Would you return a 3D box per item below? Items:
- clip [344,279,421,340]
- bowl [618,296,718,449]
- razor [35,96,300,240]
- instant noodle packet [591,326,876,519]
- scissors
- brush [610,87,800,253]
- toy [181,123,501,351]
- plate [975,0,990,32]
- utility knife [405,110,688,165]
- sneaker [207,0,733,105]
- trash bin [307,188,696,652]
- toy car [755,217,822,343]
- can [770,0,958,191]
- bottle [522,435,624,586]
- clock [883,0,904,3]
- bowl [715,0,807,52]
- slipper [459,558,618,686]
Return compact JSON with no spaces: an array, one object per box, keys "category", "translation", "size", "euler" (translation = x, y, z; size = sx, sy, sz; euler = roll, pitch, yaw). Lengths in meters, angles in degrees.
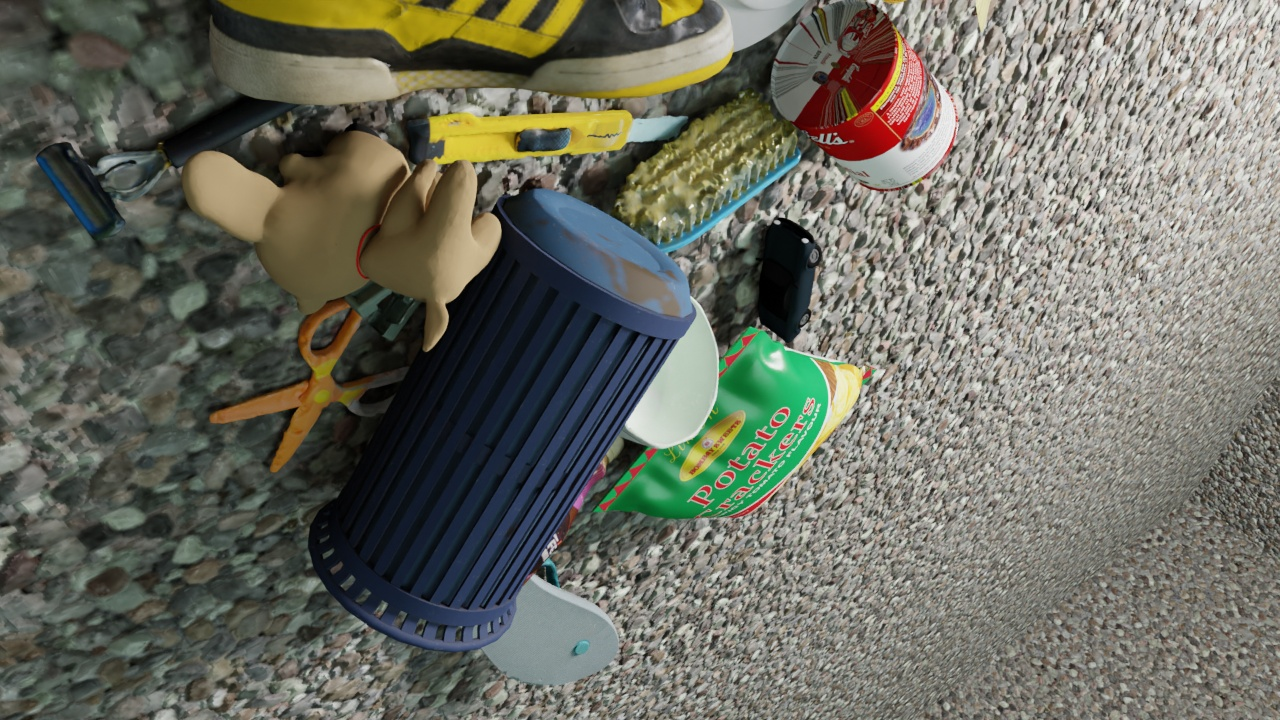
[{"category":"clip","translation":[-0.132,-0.051,0.512],"size":[0.078,0.023,0.050],"euler":[-56,147,3]},{"category":"bowl","translation":[-0.004,0.004,0.651],"size":[0.117,0.061,0.117],"euler":[5,84,-45]},{"category":"razor","translation":[-0.188,-0.105,0.413],"size":[0.144,0.022,0.043],"euler":[-34,104,-20]},{"category":"instant noodle packet","translation":[0.092,0.064,0.796],"size":[0.196,0.090,0.252],"euler":[-51,148,18]},{"category":"scissors","translation":[-0.185,0.018,0.547],"size":[0.128,0.011,0.125],"euler":[16,113,-51]},{"category":"brush","translation":[0.037,-0.111,0.601],"size":[0.135,0.055,0.075],"euler":[-37,163,-10]},{"category":"toy","translation":[-0.130,-0.062,0.440],"size":[0.134,0.108,0.105],"euler":[76,28,-68]},{"category":"plate","translation":[0.201,-0.281,0.504],"size":[0.184,0.036,0.184],"euler":[-2,90,-66]},{"category":"utility knife","translation":[-0.047,-0.133,0.531],"size":[0.190,0.018,0.031],"euler":[-17,146,-37]},{"category":"sneaker","translation":[-0.061,-0.180,0.389],"size":[0.238,0.086,0.122],"euler":[-11,136,-24]},{"category":"trash bin","translation":[-0.079,0.032,0.544],"size":[0.139,0.139,0.250],"euler":[11,117,-49]},{"category":"toy car","translation":[0.115,-0.062,0.733],"size":[0.034,0.046,0.112],"euler":[-33,145,-25]},{"category":"can","translation":[0.154,-0.174,0.620],"size":[0.116,0.086,0.087],"euler":[19,112,-51]},{"category":"bottle","translation":[-0.075,0.111,0.693],"size":[0.165,0.060,0.060],"euler":[-46,148,-27]},{"category":"clock","translation":[0.157,-0.260,0.551],"size":[0.118,0.057,0.083],"euler":[-52,156,-66]},{"category":"bowl","translation":[0.057,-0.237,0.480],"size":[0.176,0.066,0.177],"euler":[-26,141,-24]},{"category":"slipper","translation":[-0.112,0.209,0.789],"size":[0.098,0.054,0.269],"euler":[-40,134,-2]}]
